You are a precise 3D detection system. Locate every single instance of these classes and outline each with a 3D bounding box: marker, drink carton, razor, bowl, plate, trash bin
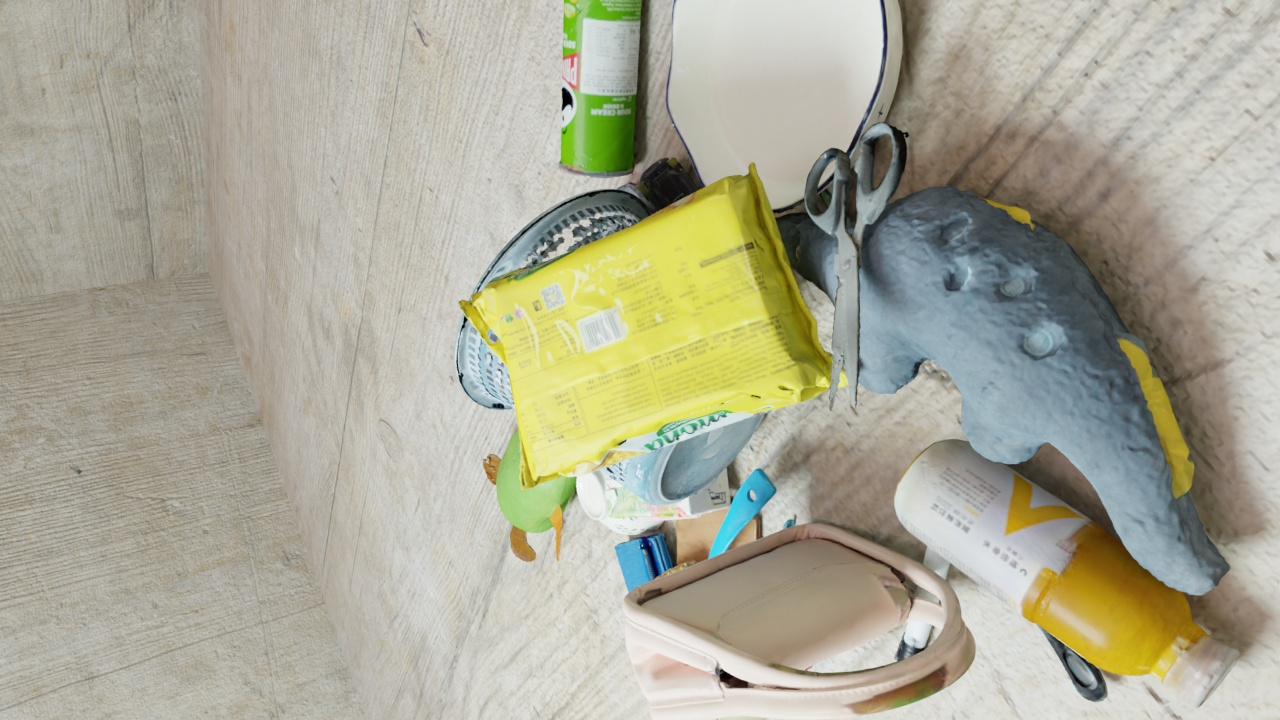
[{"bbox_3d":[0.201,0.174,0.653,0.022,0.018,0.131,-133,41,-53],"label":"marker"},{"bbox_3d":[0.023,0.124,0.848,0.123,0.053,0.045,-16,78,51],"label":"drink carton"},{"bbox_3d":[0.242,0.147,0.576,0.043,0.022,0.142,-41,62,17],"label":"razor"},{"bbox_3d":[-0.027,0.131,0.957,0.113,0.062,0.113,25,121,51],"label":"bowl"},{"bbox_3d":[0.096,-0.206,0.633,0.205,0.045,0.205,17,112,51],"label":"plate"},{"bbox_3d":[-0.004,0.004,0.758,0.195,0.225,0.227,40,135,26],"label":"trash bin"}]

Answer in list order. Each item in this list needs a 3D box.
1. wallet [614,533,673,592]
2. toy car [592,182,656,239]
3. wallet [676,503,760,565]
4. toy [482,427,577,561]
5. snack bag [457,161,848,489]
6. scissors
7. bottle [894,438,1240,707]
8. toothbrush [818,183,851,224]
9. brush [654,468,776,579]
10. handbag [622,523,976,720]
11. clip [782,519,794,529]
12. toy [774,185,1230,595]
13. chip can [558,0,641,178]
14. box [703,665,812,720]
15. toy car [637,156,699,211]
[{"bbox_3d":[0.017,0.248,0.955,0.107,0.040,0.133,-37,70,65],"label":"wallet"},{"bbox_3d":[-0.022,-0.114,0.879,0.054,0.036,0.121,58,141,27],"label":"toy car"},{"bbox_3d":[0.072,0.175,0.859,0.115,0.020,0.101,19,116,51],"label":"wallet"},{"bbox_3d":[-0.117,0.129,1.073,0.248,0.089,0.226,-52,47,48],"label":"toy"},{"bbox_3d":[-0.001,-0.018,0.619,0.247,0.068,0.158,-21,86,22],"label":"snack bag"},{"bbox_3d":[0.116,-0.055,0.534,0.172,0.014,0.145,-63,33,10],"label":"scissors"},{"bbox_3d":[0.236,0.117,0.524,0.189,0.067,0.068,38,132,38],"label":"bottle"},{"bbox_3d":[0.142,-0.092,0.645,0.016,0.018,0.191,-42,66,54],"label":"toothbrush"},{"bbox_3d":[0.064,0.178,0.808,0.083,0.045,0.255,54,144,29],"label":"brush"},{"bbox_3d":[0.115,0.184,0.618,0.235,0.193,0.093,-14,93,62],"label":"handbag"},{"bbox_3d":[0.127,0.161,0.770,0.041,0.014,0.056,39,131,45],"label":"clip"},{"bbox_3d":[0.188,-0.024,0.533,0.356,0.091,0.138,44,145,39],"label":"toy"},{"bbox_3d":[-0.034,-0.283,0.800,0.072,0.072,0.236,34,128,48],"label":"chip can"},{"bbox_3d":[0.083,0.296,0.817,0.079,0.091,0.169,58,144,33],"label":"box"},{"bbox_3d":[0.033,-0.134,0.778,0.090,0.042,0.035,56,-172,27],"label":"toy car"}]
